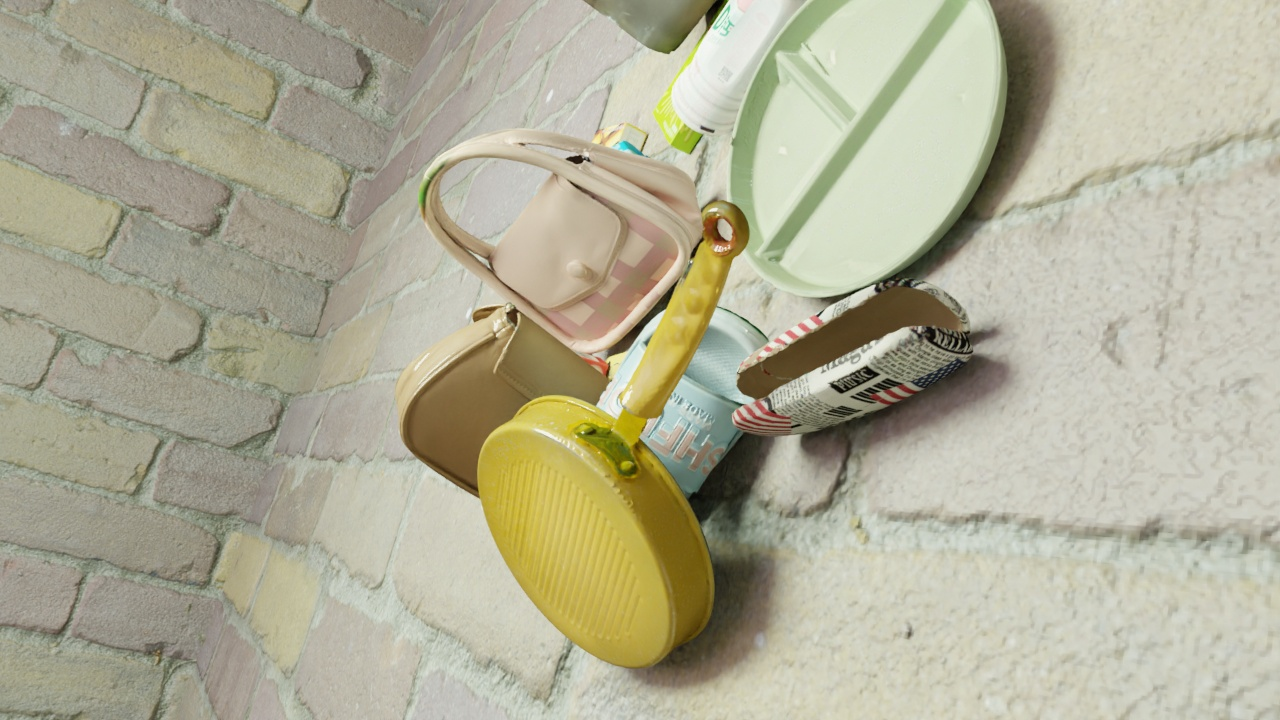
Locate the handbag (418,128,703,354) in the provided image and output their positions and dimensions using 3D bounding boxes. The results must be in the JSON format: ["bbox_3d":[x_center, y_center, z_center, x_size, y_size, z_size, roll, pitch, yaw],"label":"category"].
[{"bbox_3d":[-0.081,-0.118,0.816,0.194,0.234,0.093,-43,31,42],"label":"handbag"}]

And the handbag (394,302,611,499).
[{"bbox_3d":[-0.099,0.047,0.770,0.148,0.204,0.099,-45,33,9],"label":"handbag"}]

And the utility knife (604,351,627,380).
[{"bbox_3d":[-0.005,0.005,0.835,0.177,0.019,0.031,-18,51,63],"label":"utility knife"}]

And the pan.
[{"bbox_3d":[-0.009,0.057,0.586,0.198,0.078,0.358,39,138,23],"label":"pan"}]

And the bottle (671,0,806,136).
[{"bbox_3d":[0.097,-0.273,0.763,0.197,0.068,0.068,-47,32,51],"label":"bottle"}]

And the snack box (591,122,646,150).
[{"bbox_3d":[-0.047,-0.197,1.042,0.087,0.033,0.140,18,87,64],"label":"snack box"}]

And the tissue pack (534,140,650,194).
[{"bbox_3d":[-0.043,-0.158,0.929,0.140,0.063,0.090,-30,34,6],"label":"tissue pack"}]

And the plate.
[{"bbox_3d":[0.142,-0.153,0.612,0.231,0.027,0.230,-18,68,51],"label":"plate"}]

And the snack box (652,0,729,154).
[{"bbox_3d":[0.071,-0.287,0.897,0.157,0.026,0.085,-53,31,26],"label":"snack box"}]

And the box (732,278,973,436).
[{"bbox_3d":[0.120,0.016,0.537,0.164,0.075,0.076,-32,36,47],"label":"box"}]

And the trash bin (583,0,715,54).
[{"bbox_3d":[0.042,-0.442,0.878,0.220,0.198,0.198,-48,10,48],"label":"trash bin"}]

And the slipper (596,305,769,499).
[{"bbox_3d":[0.003,0.065,0.660,0.246,0.104,0.074,-60,-14,24],"label":"slipper"}]

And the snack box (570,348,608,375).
[{"bbox_3d":[-0.094,0.062,0.868,0.027,0.077,0.156,37,108,62],"label":"snack box"}]
